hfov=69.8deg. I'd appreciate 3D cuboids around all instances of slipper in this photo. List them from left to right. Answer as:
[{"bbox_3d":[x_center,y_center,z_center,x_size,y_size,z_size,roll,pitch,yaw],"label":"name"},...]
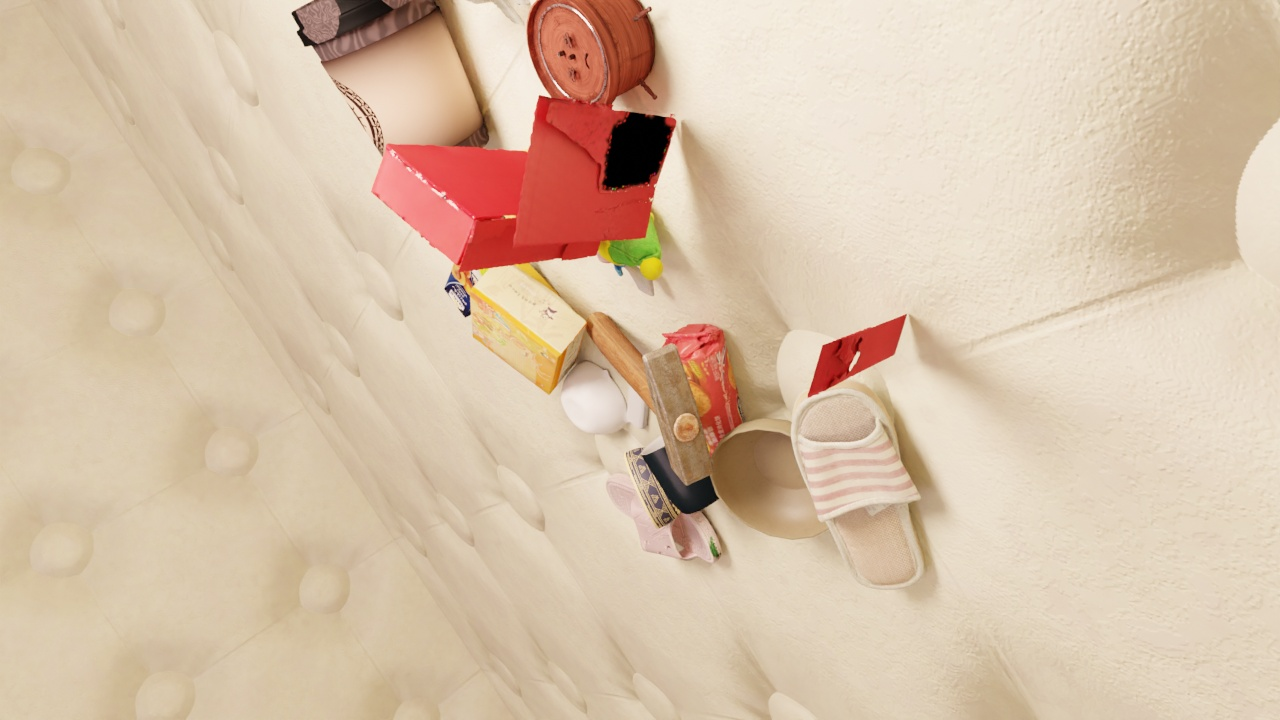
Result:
[{"bbox_3d":[-0.128,-0.203,1.105,0.099,0.078,0.264,53,153,-2],"label":"slipper"},{"bbox_3d":[0.017,0.234,1.345,0.240,0.064,0.094,21,135,47],"label":"slipper"},{"bbox_3d":[0.225,0.138,0.924,0.115,0.052,0.263,-11,118,25],"label":"slipper"}]

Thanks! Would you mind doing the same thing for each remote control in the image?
[{"bbox_3d":[-0.003,0.043,1.233,0.033,0.012,0.131,39,146,27],"label":"remote control"}]

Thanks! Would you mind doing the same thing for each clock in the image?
[{"bbox_3d":[-0.056,-0.311,0.895,0.158,0.072,0.121,31,143,35],"label":"clock"}]

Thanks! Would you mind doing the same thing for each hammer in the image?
[{"bbox_3d":[-0.006,0.006,1.078,0.301,0.037,0.158,-133,23,-59],"label":"hammer"}]

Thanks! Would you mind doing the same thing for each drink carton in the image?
[{"bbox_3d":[-0.261,-0.121,1.417,0.064,0.040,0.130,53,151,5],"label":"drink carton"}]

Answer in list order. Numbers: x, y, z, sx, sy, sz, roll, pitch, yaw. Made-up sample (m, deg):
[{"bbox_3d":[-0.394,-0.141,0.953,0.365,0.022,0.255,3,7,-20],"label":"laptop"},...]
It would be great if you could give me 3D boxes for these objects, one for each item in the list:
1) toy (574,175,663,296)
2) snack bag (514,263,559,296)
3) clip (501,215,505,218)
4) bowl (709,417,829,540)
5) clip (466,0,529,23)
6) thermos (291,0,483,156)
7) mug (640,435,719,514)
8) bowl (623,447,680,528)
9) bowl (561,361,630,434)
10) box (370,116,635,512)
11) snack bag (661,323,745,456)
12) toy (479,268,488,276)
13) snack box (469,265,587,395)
[{"bbox_3d":[-0.023,-0.132,1.011,0.131,0.096,0.124,26,134,10],"label":"toy"},{"bbox_3d":[-0.146,-0.108,1.267,0.099,0.020,0.026,48,157,-13],"label":"snack bag"},{"bbox_3d":[-0.220,-0.209,1.225,0.163,0.028,0.112,47,-172,7],"label":"clip"},{"bbox_3d":[0.156,0.123,1.016,0.152,0.050,0.152,15,127,20],"label":"bowl"},{"bbox_3d":[-0.171,-0.406,0.997,0.102,0.056,0.056,52,-178,7],"label":"clip"},{"bbox_3d":[-0.292,-0.348,1.121,0.173,0.172,0.226,15,138,49],"label":"thermos"},{"bbox_3d":[0.060,0.134,1.178,0.094,0.085,0.121,58,179,-5],"label":"mug"},{"bbox_3d":[0.028,0.165,1.249,0.112,0.061,0.112,-23,-92,-87],"label":"bowl"},{"bbox_3d":[-0.074,0.062,1.318,0.115,0.050,0.115,36,145,30],"label":"bowl"},{"bbox_3d":[-0.163,-0.058,0.947,0.198,0.216,0.352,36,118,22],"label":"box"},{"bbox_3d":[0.075,0.038,1.057,0.082,0.082,0.176,18,133,47],"label":"snack bag"},{"bbox_3d":[-0.197,-0.126,1.310,0.094,0.036,0.094,14,136,26],"label":"toy"},{"bbox_3d":[-0.152,-0.048,1.249,0.145,0.080,0.196,37,161,3],"label":"snack box"}]
